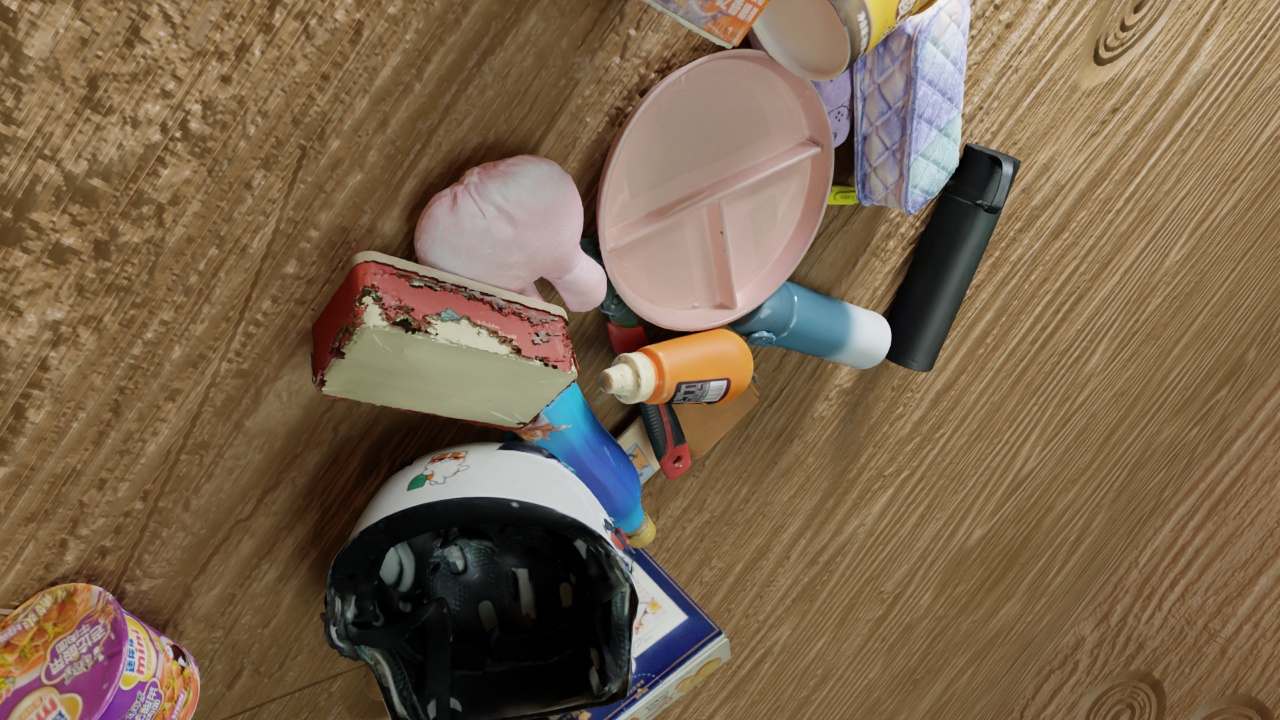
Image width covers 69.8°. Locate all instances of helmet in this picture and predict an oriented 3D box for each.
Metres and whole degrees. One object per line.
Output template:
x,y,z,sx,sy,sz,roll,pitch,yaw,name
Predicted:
-0.115,0.160,0.716,0.230,0.156,0.274,-12,125,2,helmet

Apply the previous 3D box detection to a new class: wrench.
-0.005,0.005,0.787,0.056,0.016,0.273,-39,129,-18,wrench

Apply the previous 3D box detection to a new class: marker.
0.162,-0.153,0.849,0.124,0.015,0.018,-6,120,-37,marker

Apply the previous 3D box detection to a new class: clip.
-0.111,0.085,0.778,0.014,0.047,0.057,-4,124,-41,clip

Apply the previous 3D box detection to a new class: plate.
0.061,-0.133,0.737,0.229,0.028,0.230,-17,125,-27,plate

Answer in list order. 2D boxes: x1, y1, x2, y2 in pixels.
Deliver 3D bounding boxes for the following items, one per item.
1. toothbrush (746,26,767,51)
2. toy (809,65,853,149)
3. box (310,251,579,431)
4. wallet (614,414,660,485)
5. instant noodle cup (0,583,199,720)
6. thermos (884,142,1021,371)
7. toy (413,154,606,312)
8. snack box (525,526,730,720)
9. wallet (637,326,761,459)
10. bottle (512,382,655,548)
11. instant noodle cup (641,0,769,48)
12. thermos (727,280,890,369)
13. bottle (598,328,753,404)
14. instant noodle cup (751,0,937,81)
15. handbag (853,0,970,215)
0.095,-0.245,0.717,0.029,0.021,0.189,-26,141,7,toothbrush
0.160,-0.230,0.774,0.083,0.039,0.108,-49,141,-31,toy
-0.128,-0.002,0.621,0.168,0.075,0.092,15,135,-39,box
-0.026,0.106,0.868,0.115,0.024,0.087,-41,143,-9,wallet
-0.352,0.213,0.598,0.111,0.111,0.099,-41,147,-10,instant noodle cup
0.329,-0.105,0.983,0.068,0.089,0.243,16,114,-2,thermos
-0.087,-0.075,0.653,0.121,0.054,0.159,-33,138,-2,toy
-0.045,0.252,0.835,0.177,0.182,0.046,-32,137,-20,snack box
0.058,0.028,0.878,0.108,0.031,0.132,-44,138,-3,wallet
-0.044,0.089,0.781,0.065,0.065,0.219,-41,128,-11,bottle
0.035,-0.270,0.558,0.151,0.151,0.112,8,121,-45,instant noodle cup
0.165,-0.036,0.901,0.220,0.070,0.070,11,111,-46,thermos
0.027,0.010,0.764,0.149,0.067,0.067,-7,123,-41,bottle
0.146,-0.273,0.658,0.114,0.118,0.118,-46,139,-16,instant noodle cup
0.236,-0.235,0.802,0.133,0.076,0.194,-46,143,-32,handbag
